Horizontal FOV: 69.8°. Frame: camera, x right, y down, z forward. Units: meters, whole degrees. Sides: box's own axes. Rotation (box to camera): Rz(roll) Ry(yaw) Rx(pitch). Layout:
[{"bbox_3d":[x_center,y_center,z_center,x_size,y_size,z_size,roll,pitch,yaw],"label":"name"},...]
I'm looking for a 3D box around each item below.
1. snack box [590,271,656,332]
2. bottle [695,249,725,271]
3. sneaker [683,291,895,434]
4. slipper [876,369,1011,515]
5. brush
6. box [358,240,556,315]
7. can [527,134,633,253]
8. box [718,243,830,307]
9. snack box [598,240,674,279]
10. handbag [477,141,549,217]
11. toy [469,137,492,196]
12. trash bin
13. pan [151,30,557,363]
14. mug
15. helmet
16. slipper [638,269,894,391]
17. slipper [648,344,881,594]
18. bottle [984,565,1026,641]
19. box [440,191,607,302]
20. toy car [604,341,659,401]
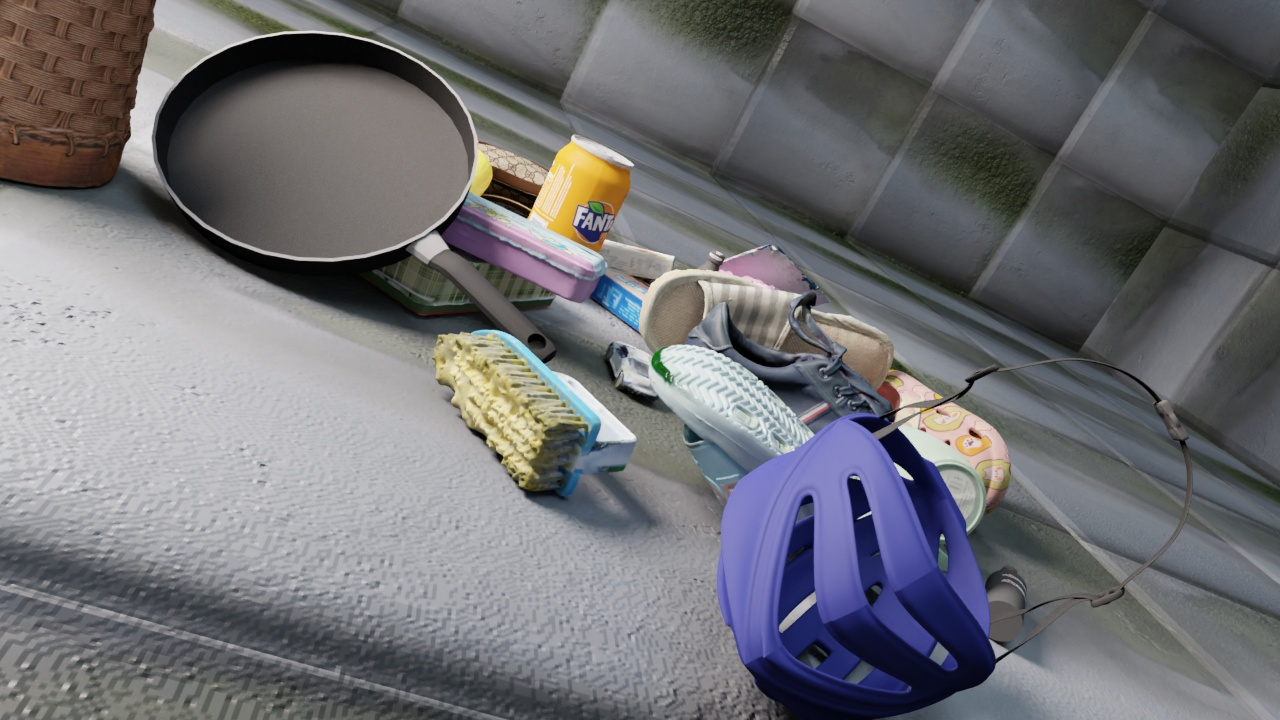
[{"bbox_3d":[0.027,-0.056,0.988,0.087,0.034,0.151,37,19,32],"label":"snack box"},{"bbox_3d":[0.051,-0.057,0.897,0.036,0.110,0.036,25,18,-9],"label":"bottle"},{"bbox_3d":[0.173,0.036,0.798,0.294,0.127,0.120,29,19,-2],"label":"sneaker"},{"bbox_3d":[0.268,0.080,0.896,0.081,0.093,0.197,-4,28,-24],"label":"slipper"},{"bbox_3d":[-0.070,0.023,0.576,0.075,0.055,0.136,1,30,-46],"label":"brush"},{"bbox_3d":[-0.158,-0.088,0.785,0.118,0.050,0.205,30,17,18],"label":"box"},{"bbox_3d":[-0.067,-0.146,0.920,0.079,0.143,0.079,25,18,-9],"label":"can"},{"bbox_3d":[0.162,-0.067,1.045,0.085,0.077,0.230,23,-4,34],"label":"box"},{"bbox_3d":[-0.037,-0.119,1.018,0.150,0.026,0.082,13,9,0],"label":"snack box"},{"bbox_3d":[-0.159,-0.197,1.084,0.166,0.063,0.138,18,29,-29],"label":"handbag"},{"bbox_3d":[-0.222,-0.174,0.876,0.134,0.092,0.207,20,25,9],"label":"toy"},{"bbox_3d":[-0.392,-0.239,0.589,0.151,0.210,0.151,24,18,-8],"label":"trash bin"},{"bbox_3d":[-0.190,-0.113,0.669,0.356,0.034,0.224,43,59,13],"label":"pan"},{"bbox_3d":[0.216,0.110,0.702,0.104,0.084,0.111,-146,-147,-80],"label":"mug"},{"bbox_3d":[0.156,0.086,0.466,0.241,0.228,0.147,-13,74,-60],"label":"helmet"},{"bbox_3d":[0.129,-0.016,0.880,0.272,0.115,0.054,15,23,-22],"label":"slipper"},{"bbox_3d":[0.093,0.086,0.625,0.245,0.074,0.104,43,17,-5],"label":"slipper"},{"bbox_3d":[0.276,0.178,0.695,0.030,0.030,0.112,33,18,18],"label":"bottle"},{"bbox_3d":[-0.129,-0.111,0.746,0.214,0.036,0.076,26,17,1],"label":"box"},{"bbox_3d":[-0.005,0.005,0.779,0.038,0.027,0.089,19,19,-20],"label":"toy car"}]
